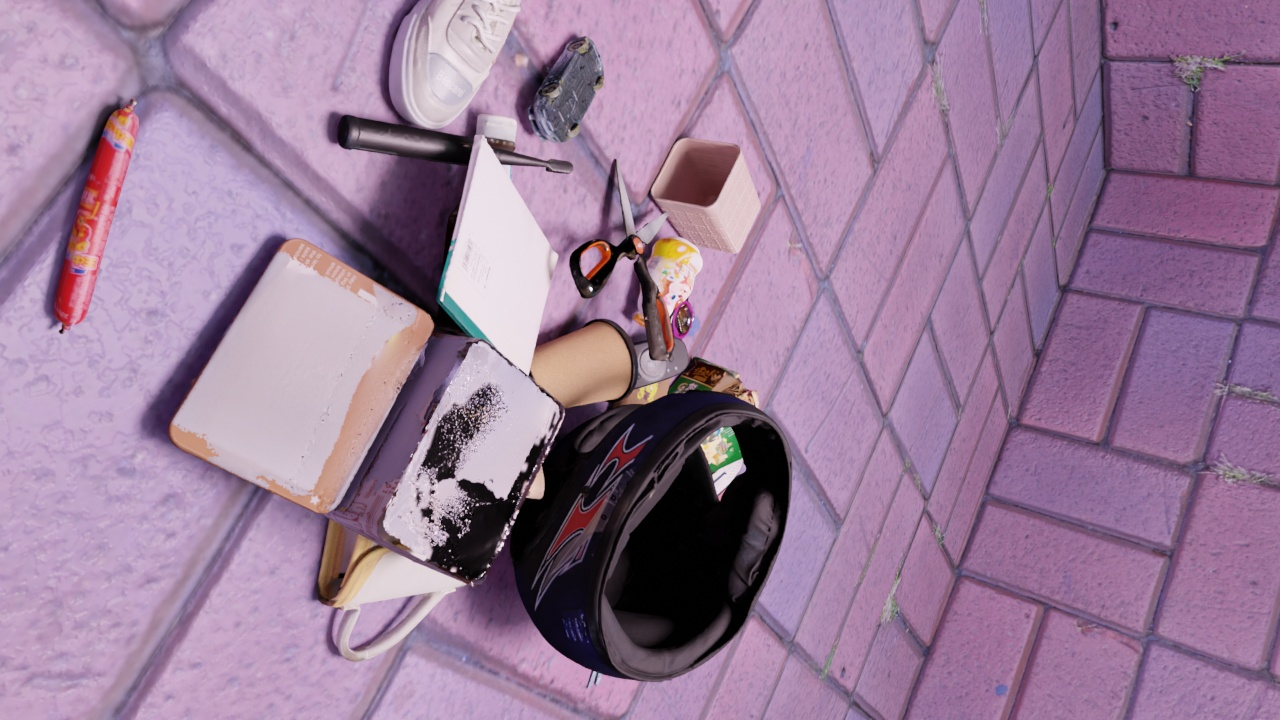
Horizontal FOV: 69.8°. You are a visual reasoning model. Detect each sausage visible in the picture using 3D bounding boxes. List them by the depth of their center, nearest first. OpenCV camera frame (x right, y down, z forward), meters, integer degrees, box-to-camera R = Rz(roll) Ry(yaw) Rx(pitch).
[{"bbox_3d":[-0.344,-0.092,0.580,0.020,0.020,0.156,16,89,-56],"label":"sausage"}]

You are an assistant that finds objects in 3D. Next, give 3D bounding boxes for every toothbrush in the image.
[{"bbox_3d":[-0.147,-0.176,0.772,0.212,0.027,0.026,0,88,-39],"label":"toothbrush"}]

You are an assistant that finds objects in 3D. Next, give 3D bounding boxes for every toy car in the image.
[{"bbox_3d":[-0.071,-0.263,0.890,0.120,0.037,0.054,-65,145,-31],"label":"toy car"}]

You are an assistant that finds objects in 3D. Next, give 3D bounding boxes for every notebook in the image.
[{"bbox_3d":[-0.120,-0.075,0.807,0.209,0.012,0.150,63,35,-66],"label":"notebook"}]

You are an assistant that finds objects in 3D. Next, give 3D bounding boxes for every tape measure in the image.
[{"bbox_3d":[0.039,-0.052,1.124,0.056,0.039,0.058,-34,129,-44],"label":"tape measure"}]

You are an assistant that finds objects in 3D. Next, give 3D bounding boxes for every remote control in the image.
[{"bbox_3d":[-0.006,0.006,1.068,0.136,0.024,0.053,-15,96,-27],"label":"remote control"}]

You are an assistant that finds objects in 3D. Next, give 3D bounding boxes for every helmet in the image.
[{"bbox_3d":[-0.001,0.163,0.964,0.247,0.240,0.315,23,92,-32],"label":"helmet"}]

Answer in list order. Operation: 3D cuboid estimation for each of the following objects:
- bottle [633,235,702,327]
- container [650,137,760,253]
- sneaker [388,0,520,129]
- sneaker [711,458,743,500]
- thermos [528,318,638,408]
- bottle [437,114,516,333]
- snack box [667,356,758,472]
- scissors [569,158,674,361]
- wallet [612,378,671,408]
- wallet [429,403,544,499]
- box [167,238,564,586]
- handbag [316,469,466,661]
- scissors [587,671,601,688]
[{"bbox_3d":[0.028,-0.089,1.073,0.063,0.063,0.108,43,67,-52],"label":"bottle"},{"bbox_3d":[0.083,-0.192,1.092,0.090,0.090,0.111,-64,148,-16],"label":"container"},{"bbox_3d":[-0.121,-0.298,0.754,0.089,0.091,0.242,31,78,-54],"label":"sneaker"},{"bbox_3d":[0.068,0.198,1.196,0.240,0.118,0.088,-48,126,-44],"label":"sneaker"},{"bbox_3d":[-0.072,0.011,0.956,0.143,0.093,0.093,-17,117,-42],"label":"thermos"},{"bbox_3d":[-0.142,-0.123,0.836,0.079,0.044,0.195,-7,107,-61],"label":"bottle"},{"bbox_3d":[0.079,0.079,1.185,0.105,0.118,0.118,-32,126,-30],"label":"snack box"},{"bbox_3d":[-0.006,-0.104,0.974,0.233,0.022,0.221,-34,106,-57],"label":"scissors"},{"bbox_3d":[0.001,0.048,1.119,0.090,0.033,0.115,28,76,-54],"label":"wallet"},{"bbox_3d":[-0.145,0.084,0.862,0.115,0.024,0.087,13,59,-38],"label":"wallet"},{"bbox_3d":[-0.203,0.045,0.718,0.259,0.110,0.178,45,62,-43],"label":"box"},{"bbox_3d":[-0.213,0.192,0.847,0.163,0.063,0.179,6,101,-54],"label":"handbag"},{"bbox_3d":[-0.049,0.364,1.186,0.073,0.017,0.137,24,86,-56],"label":"scissors"}]
